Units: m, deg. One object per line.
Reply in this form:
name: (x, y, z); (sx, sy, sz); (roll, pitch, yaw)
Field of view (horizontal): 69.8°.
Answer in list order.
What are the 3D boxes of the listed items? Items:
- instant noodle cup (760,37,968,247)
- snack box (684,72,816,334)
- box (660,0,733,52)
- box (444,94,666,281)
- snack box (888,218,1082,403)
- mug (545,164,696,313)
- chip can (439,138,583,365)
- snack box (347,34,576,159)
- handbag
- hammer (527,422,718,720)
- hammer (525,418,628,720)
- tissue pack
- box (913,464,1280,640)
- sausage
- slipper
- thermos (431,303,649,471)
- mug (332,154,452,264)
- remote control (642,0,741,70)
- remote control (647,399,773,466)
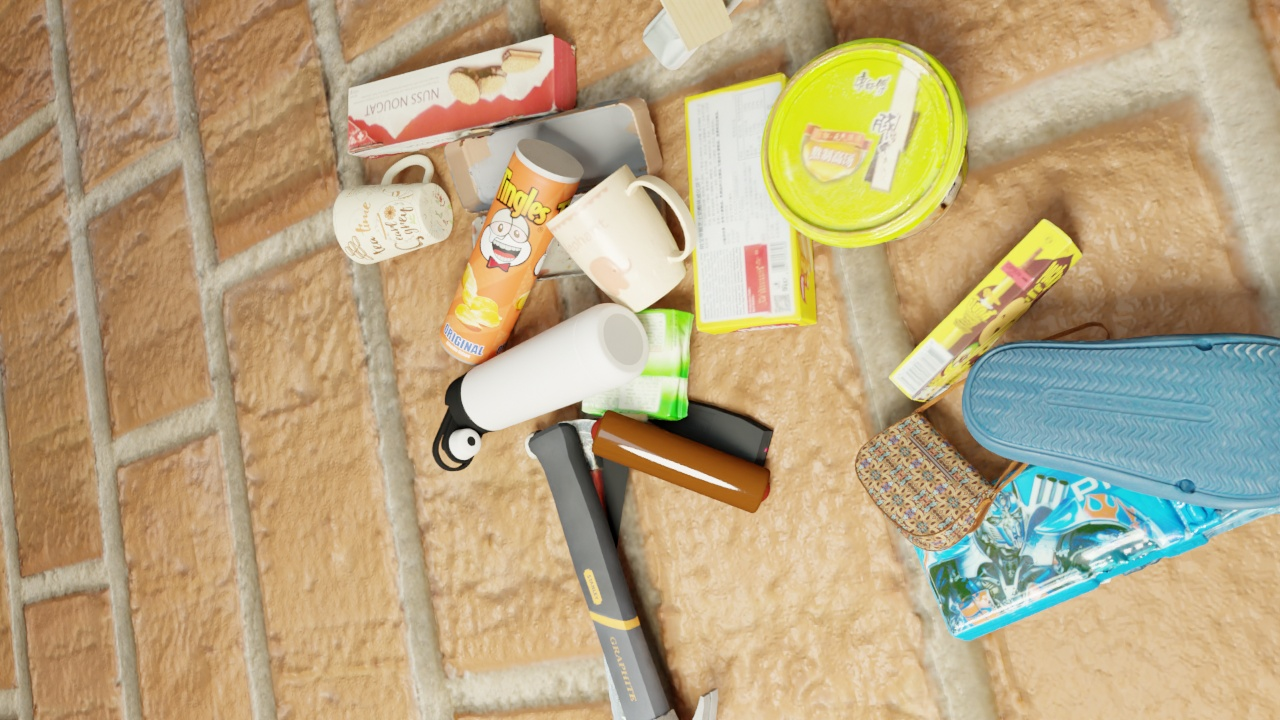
instant noodle cup: (0.172, -0.151, 0.675); (0.146, 0.097, 0.146); (-1, 87, 31)
snack box: (0.089, -0.125, 0.755); (0.092, 0.042, 0.200); (-5, 85, 31)
box: (0.024, -0.402, 0.735); (0.149, 0.140, 0.248); (-31, 66, 22)
box: (-0.079, -0.151, 0.853); (0.217, 0.063, 0.157); (-5, 94, 30)
snack box: (0.244, -0.031, 0.649); (0.149, 0.061, 0.025); (-50, 63, 20)
mug: (-0.005, -0.102, 0.755); (0.112, 0.085, 0.104); (-26, 106, 42)
chip can: (-0.121, -0.094, 0.837); (0.062, 0.062, 0.211); (45, 124, 24)
snack box: (-0.187, -0.259, 0.921); (0.273, 0.044, 0.076); (-1, 87, 30)
handbag: (0.244, 0.045, 0.639); (0.196, 0.043, 0.093); (-44, 44, 9)
hammer: (-0.033, 0.204, 0.781); (0.140, 0.035, 0.312); (-29, 74, 28)
hammer: (-0.019, 0.210, 0.811); (0.141, 0.036, 0.326); (-14, 81, 31)
tissue pack: (-0.005, 0.005, 0.800); (0.114, 0.034, 0.099); (2, 84, 39)
box: (0.311, 0.103, 0.618); (0.244, 0.066, 0.090); (-34, 51, 25)
sausage: (0.032, 0.083, 0.754); (0.155, 0.040, 0.040); (20, 99, 4)
slipper: (0.310, 0.036, 0.562); (0.214, 0.059, 0.103); (4, 75, 27)
thermos: (-0.096, 0.029, 0.804); (0.231, 0.068, 0.101); (-22, 44, 42)
mug: (-0.246, -0.162, 0.947); (0.097, 0.081, 0.121); (-5, 59, 23)
remote control: (0.057, -0.314, 0.791); (0.134, 0.022, 0.050); (-43, 69, 22)
remote control: (0.053, 0.056, 0.787); (0.125, 0.010, 0.039); (19, 98, 30)
